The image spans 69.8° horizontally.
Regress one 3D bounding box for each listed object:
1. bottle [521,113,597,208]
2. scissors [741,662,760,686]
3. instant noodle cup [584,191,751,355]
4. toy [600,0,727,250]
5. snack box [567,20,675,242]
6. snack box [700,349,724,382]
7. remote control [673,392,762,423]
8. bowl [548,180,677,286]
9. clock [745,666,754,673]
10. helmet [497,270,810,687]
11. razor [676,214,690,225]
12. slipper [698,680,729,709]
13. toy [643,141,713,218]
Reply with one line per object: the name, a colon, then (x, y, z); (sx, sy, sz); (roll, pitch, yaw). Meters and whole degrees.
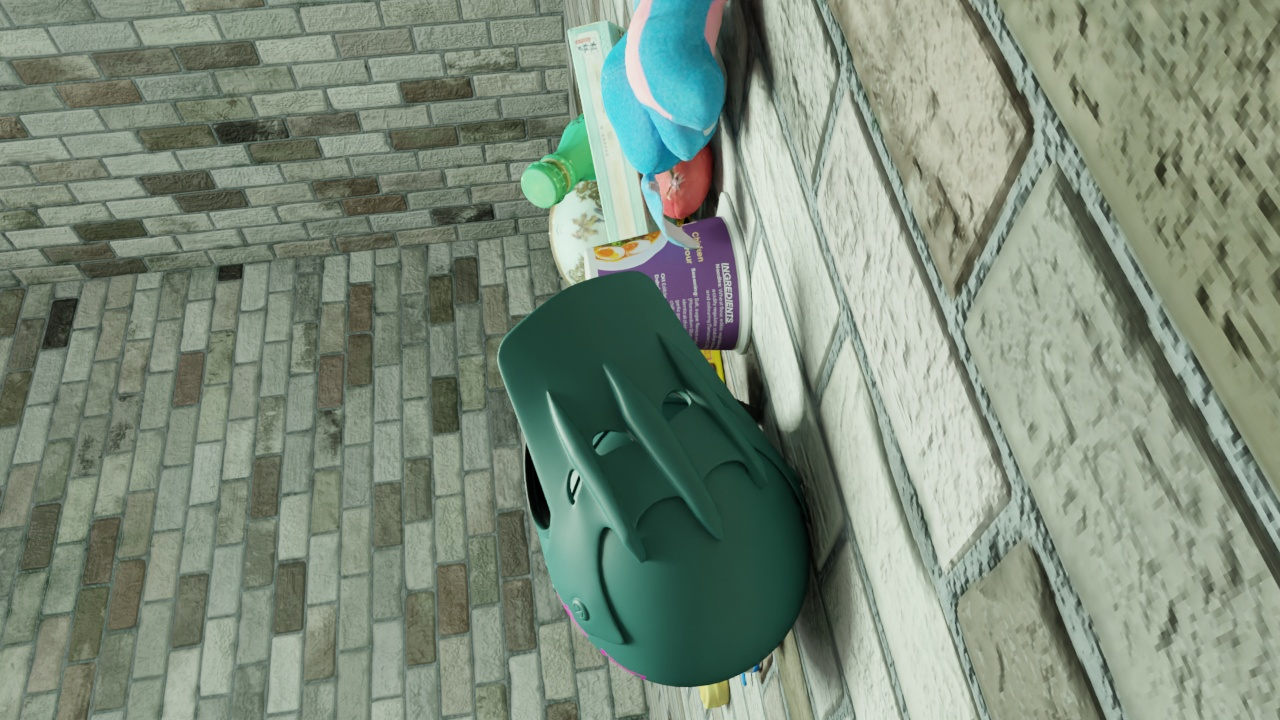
bottle: (-0.046, -0.222, 0.945); (0.209, 0.068, 0.068); (-48, -33, -42)
scissors: (0.098, 0.260, 0.901); (0.125, 0.013, 0.126); (-159, 67, -82)
instant noodle cup: (0.017, -0.066, 0.764); (0.122, 0.122, 0.137); (-158, 62, -84)
toy: (0.024, -0.199, 0.667); (0.191, 0.099, 0.224); (164, 109, -79)
snack box: (-0.014, -0.207, 0.854); (0.141, 0.044, 0.194); (-54, -45, -71)
snack box: (0.062, 0.013, 0.899); (0.075, 0.025, 0.152); (110, 153, -78)
remote control: (0.030, 0.021, 0.741); (0.058, 0.133, 0.013); (135, 159, -82)
bowl: (-0.011, -0.141, 1.003); (0.094, 0.159, 0.160); (3, 103, 44)
clock: (0.076, 0.189, 0.789); (0.120, 0.061, 0.159); (-147, 52, -83)
helmet: (0.006, 0.088, 0.626); (0.274, 0.176, 0.200); (61, 163, 2)
razor: (0.041, -0.158, 0.942); (0.044, 0.021, 0.144); (-149, 49, -60)
slipper: (0.045, 0.304, 1.144); (0.100, 0.078, 0.263); (92, 166, -51)
toy: (0.033, -0.178, 0.811); (0.132, 0.062, 0.092); (-83, -6, -68)
